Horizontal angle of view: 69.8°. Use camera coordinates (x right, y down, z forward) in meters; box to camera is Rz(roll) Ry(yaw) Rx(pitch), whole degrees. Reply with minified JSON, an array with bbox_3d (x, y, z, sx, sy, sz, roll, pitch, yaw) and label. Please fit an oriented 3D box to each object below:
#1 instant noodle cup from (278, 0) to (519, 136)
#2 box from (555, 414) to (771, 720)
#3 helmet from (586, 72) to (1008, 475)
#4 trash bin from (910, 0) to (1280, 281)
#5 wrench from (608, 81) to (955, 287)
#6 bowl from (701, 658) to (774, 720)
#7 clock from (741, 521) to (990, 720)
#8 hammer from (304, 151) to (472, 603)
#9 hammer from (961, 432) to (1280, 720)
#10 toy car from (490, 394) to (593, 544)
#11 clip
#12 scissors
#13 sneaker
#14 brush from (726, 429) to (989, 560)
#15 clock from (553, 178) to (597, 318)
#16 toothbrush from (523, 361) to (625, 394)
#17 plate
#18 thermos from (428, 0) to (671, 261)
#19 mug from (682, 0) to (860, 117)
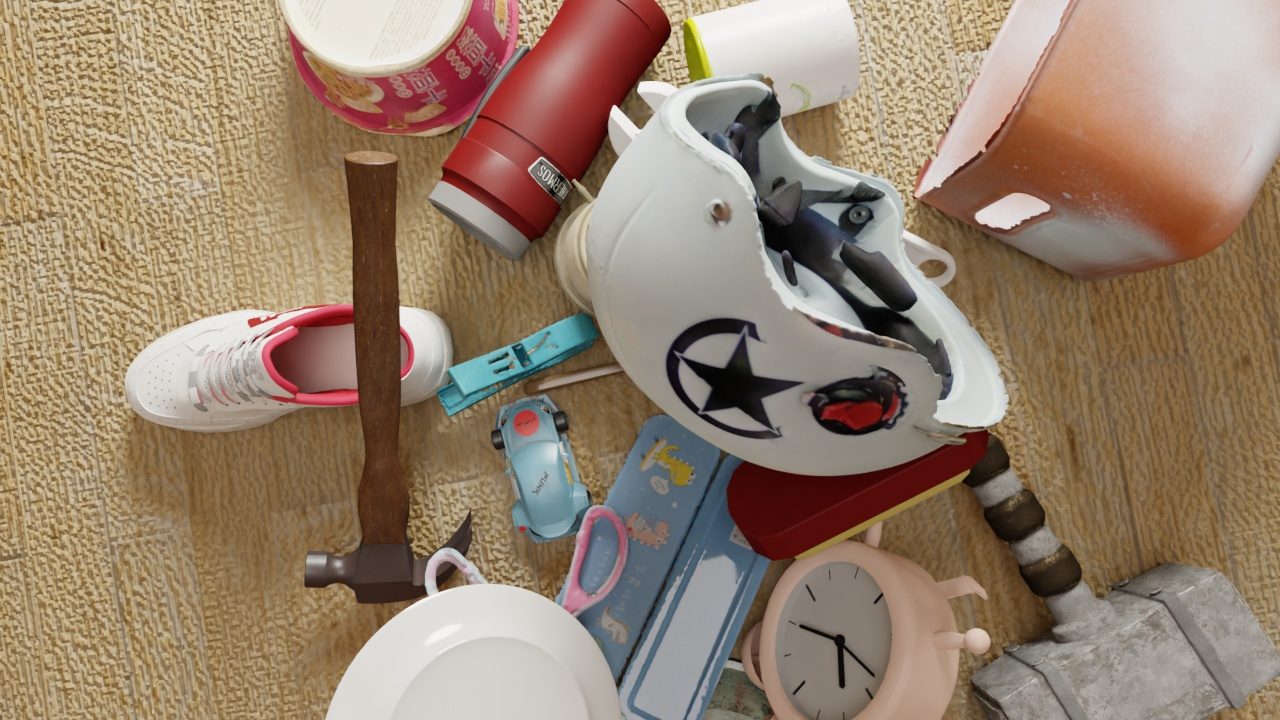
[{"bbox_3d":[-0.181,-0.261,0.661,0.178,0.077,0.178,0,87,2],"label":"instant noodle cup"},{"bbox_3d":[0.019,0.149,0.641,0.125,0.021,0.208,26,73,2],"label":"box"},{"bbox_3d":[0.080,-0.028,0.552,0.264,0.236,0.164,36,122,-17],"label":"helmet"},{"bbox_3d":[0.320,-0.193,0.594,0.157,0.181,0.259,29,88,1],"label":"trash bin"},{"bbox_3d":[0.104,-0.116,0.645,0.273,0.018,0.066,25,133,-10],"label":"wrench"},{"bbox_3d":[0.053,0.295,0.651,0.157,0.038,0.157,0,88,2],"label":"bowl"},{"bbox_3d":[0.145,0.191,0.603,0.086,0.131,0.161,30,109,-32],"label":"clock"},{"bbox_3d":[-0.167,0.027,0.594,0.115,0.033,0.324,0,118,-12],"label":"hammer"},{"bbox_3d":[0.265,0.116,0.639,0.177,0.079,0.326,-31,82,0],"label":"hammer"},{"bbox_3d":[-0.073,0.079,0.669,0.060,0.027,0.107,-16,87,1],"label":"toy car"},{"bbox_3d":[-0.088,0.003,0.660,0.120,0.104,0.027,-27,88,-20],"label":"clip"},{"bbox_3d":[-0.075,0.173,0.620,0.173,0.014,0.170,15,75,4],"label":"scissors"},{"bbox_3d":[-0.257,0.003,0.639,0.236,0.104,0.090,-4,87,2],"label":"sneaker"},{"bbox_3d":[0.143,0.074,0.607,0.173,0.082,0.042,-29,120,9],"label":"brush"},{"bbox_3d":[-0.007,-0.057,0.645,0.092,0.055,0.140,-6,86,-21],"label":"clock"},{"bbox_3d":[-0.004,0.004,0.676,0.167,0.016,0.016,-13,87,1],"label":"toothbrush"},{"bbox_3d":[-0.091,0.230,0.546,0.188,0.016,0.188,7,74,-27],"label":"plate"},{"bbox_3d":[-0.072,-0.178,0.657,0.108,0.084,0.198,31,86,33],"label":"thermos"},{"bbox_3d":[0.091,-0.212,0.649,0.106,0.082,0.082,-15,87,0],"label":"mug"}]
